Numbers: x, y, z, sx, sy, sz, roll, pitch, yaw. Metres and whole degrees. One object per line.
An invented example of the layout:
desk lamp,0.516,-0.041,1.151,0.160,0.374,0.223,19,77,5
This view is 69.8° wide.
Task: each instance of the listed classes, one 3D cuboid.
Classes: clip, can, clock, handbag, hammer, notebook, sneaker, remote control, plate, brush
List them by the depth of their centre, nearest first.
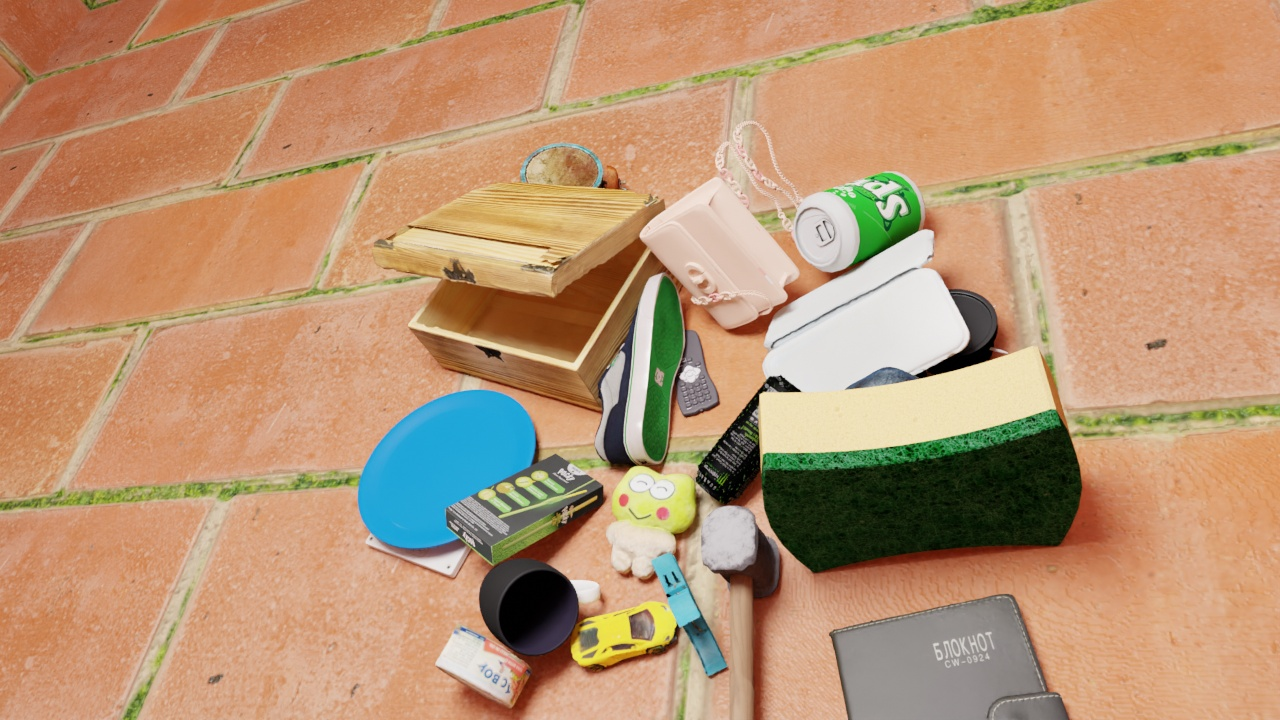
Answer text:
notebook,0.251,0.298,0.727,0.170,0.029,0.208,-16,50,13
hammer,0.086,0.287,0.780,0.052,0.098,0.327,-9,57,20
brush,0.232,0.094,0.782,0.250,0.195,0.075,-11,50,17
clip,0.048,0.239,0.846,0.033,0.119,0.121,-31,3,-2
can,-0.149,0.292,0.876,0.086,0.086,0.043,13,60,32
can,0.113,0.079,0.925,0.138,0.054,0.054,-52,49,4
clock,0.308,-0.024,0.945,0.121,0.042,0.091,-11,50,17
can,0.244,-0.155,1.021,0.139,0.088,0.088,-21,41,-31
sneaker,-0.006,0.006,1.036,0.079,0.084,0.234,-7,59,30
remote control,-0.251,0.205,1.043,0.136,0.011,0.050,11,59,31
remote control,0.056,0.011,1.057,0.046,0.009,0.124,-21,48,8
handbag,0.116,-0.142,1.065,0.117,0.199,0.186,-25,25,47
plate,-0.225,0.128,1.078,0.224,0.024,0.223,-12,45,12
clock,-0.090,-0.231,1.277,0.158,0.073,0.121,20,59,13

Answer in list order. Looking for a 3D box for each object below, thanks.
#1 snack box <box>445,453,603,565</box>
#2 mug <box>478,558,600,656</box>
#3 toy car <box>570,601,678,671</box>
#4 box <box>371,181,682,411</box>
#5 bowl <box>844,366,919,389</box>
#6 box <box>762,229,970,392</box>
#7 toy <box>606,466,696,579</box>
snack box,-0.120,0.153,0.966,0.147,0.025,0.080,-24,38,-38
mug,-0.102,0.234,0.907,0.118,0.085,0.100,-5,1,-27
toy car,-0.016,0.261,0.877,0.107,0.030,0.049,-19,47,8
box,-0.124,-0.123,1.113,0.280,0.221,0.258,12,58,34
bowl,0.231,0.063,0.869,0.110,0.055,0.110,1,93,28
box,0.222,-0.040,0.949,0.211,0.084,0.185,-29,48,30
toy,0.008,0.164,0.934,0.092,0.046,0.115,10,67,24
